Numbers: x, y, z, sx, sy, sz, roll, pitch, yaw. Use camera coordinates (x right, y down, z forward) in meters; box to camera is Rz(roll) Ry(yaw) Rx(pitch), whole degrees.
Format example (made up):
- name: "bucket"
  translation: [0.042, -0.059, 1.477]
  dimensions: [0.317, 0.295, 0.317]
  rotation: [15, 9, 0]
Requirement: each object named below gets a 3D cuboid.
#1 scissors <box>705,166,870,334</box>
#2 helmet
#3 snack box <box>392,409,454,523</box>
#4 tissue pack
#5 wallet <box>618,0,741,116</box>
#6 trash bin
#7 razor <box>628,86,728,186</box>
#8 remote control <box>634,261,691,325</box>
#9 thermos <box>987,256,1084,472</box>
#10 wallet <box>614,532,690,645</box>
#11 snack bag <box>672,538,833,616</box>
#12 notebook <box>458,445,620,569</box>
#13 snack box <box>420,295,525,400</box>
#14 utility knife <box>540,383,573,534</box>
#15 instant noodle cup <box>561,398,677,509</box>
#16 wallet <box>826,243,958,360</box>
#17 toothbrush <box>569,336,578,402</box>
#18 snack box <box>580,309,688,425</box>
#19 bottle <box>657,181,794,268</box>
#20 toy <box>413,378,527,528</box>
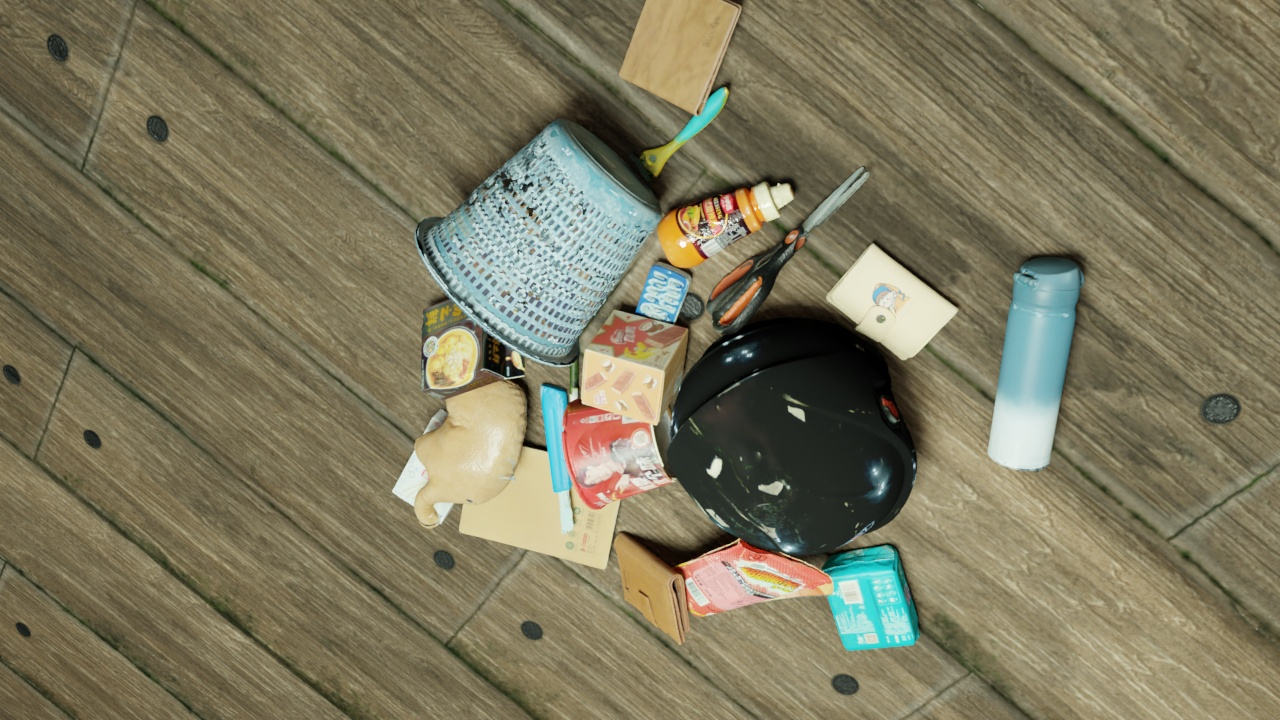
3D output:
- name: "scissors"
  translation: [0.149, -0.125, 0.984]
  dimensions: [0.021, 0.161, 0.234]
  rotation: [37, 86, -22]
- name: "helmet"
  translation: [0.156, 0.092, 0.974]
  dimensions: [0.274, 0.229, 0.234]
  rotation: [47, 122, 7]
- name: "snack box"
  translation: [-0.277, 0.149, 1.269]
  dimensions: [0.084, 0.026, 0.157]
  rotation: [34, 120, 0]
- name: "tissue pack"
  translation: [0.283, 0.296, 1.126]
  dimensions: [0.093, 0.050, 0.133]
  rotation: [-12, 109, 22]
- name: "wallet"
  translation: [0.039, -0.324, 0.936]
  dimensions: [0.101, 0.020, 0.115]
  rotation: [31, 117, 19]
- name: "trash bin"
  translation: [-0.091, -0.138, 0.984]
  dimensions: [0.226, 0.226, 0.195]
  rotation: [44, 107, -4]
- name: "razor"
  translation: [0.046, -0.243, 0.976]
  dimensions: [0.133, 0.028, 0.043]
  rotation: [-39, 74, 28]
- name: "remote control"
  translation: [0.020, -0.055, 1.073]
  dimensions: [0.049, 0.024, 0.125]
  rotation: [25, 123, 7]
- name: "thermos"
  translation: [0.406, 0.004, 0.943]
  dimensions: [0.070, 0.070, 0.221]
  rotation: [7, 115, 16]
- name: "wallet"
  translation: [0.014, 0.295, 1.192]
  dimensions: [0.132, 0.031, 0.108]
  rotation: [26, 130, 54]
- name: "snack bag"
  translation: [0.123, 0.259, 1.101]
  dimensions: [0.128, 0.073, 0.208]
  rotation: [31, 148, -14]
- name: "notebook"
  translation: [-0.133, 0.188, 1.220]
  dimensions: [0.208, 0.008, 0.148]
  rotation: [13, 107, 6]
- name: "snack box"
  translation: [-0.207, -0.022, 1.121]
  dimensions: [0.126, 0.053, 0.113]
  rotation: [-19, 64, 29]
- name: "utility knife"
  translation: [-0.104, 0.130, 1.185]
  dimensions: [0.034, 0.018, 0.203]
  rotation: [-1, 102, 15]
- name: "instant noodle cup"
  translation: [-0.018, 0.104, 1.102]
  dimensions: [0.109, 0.137, 0.138]
  rotation: [-14, 108, 18]
- name: "wallet"
  translation: [0.266, -0.059, 0.986]
  dimensions: [0.115, 0.024, 0.087]
  rotation: [37, 121, -1]
- name: "toothbrush"
  translation: [-0.081, 0.037, 1.158]
  dimensions: [0.017, 0.012, 0.186]
  rotation: [6, 115, 10]
- name: "snack box"
  translation: [-0.006, 0.006, 1.047]
  dimensions: [0.094, 0.092, 0.077]
  rotation: [16, 127, 13]
- name: "bottle"
  translation: [0.094, -0.152, 0.986]
  dimensions: [0.150, 0.066, 0.067]
  rotation: [-22, 105, 19]
- name: "toy"
  translation: [-0.221, 0.120, 1.168]
  dimensions: [0.143, 0.082, 0.226]
  rotation: [22, 93, 22]
